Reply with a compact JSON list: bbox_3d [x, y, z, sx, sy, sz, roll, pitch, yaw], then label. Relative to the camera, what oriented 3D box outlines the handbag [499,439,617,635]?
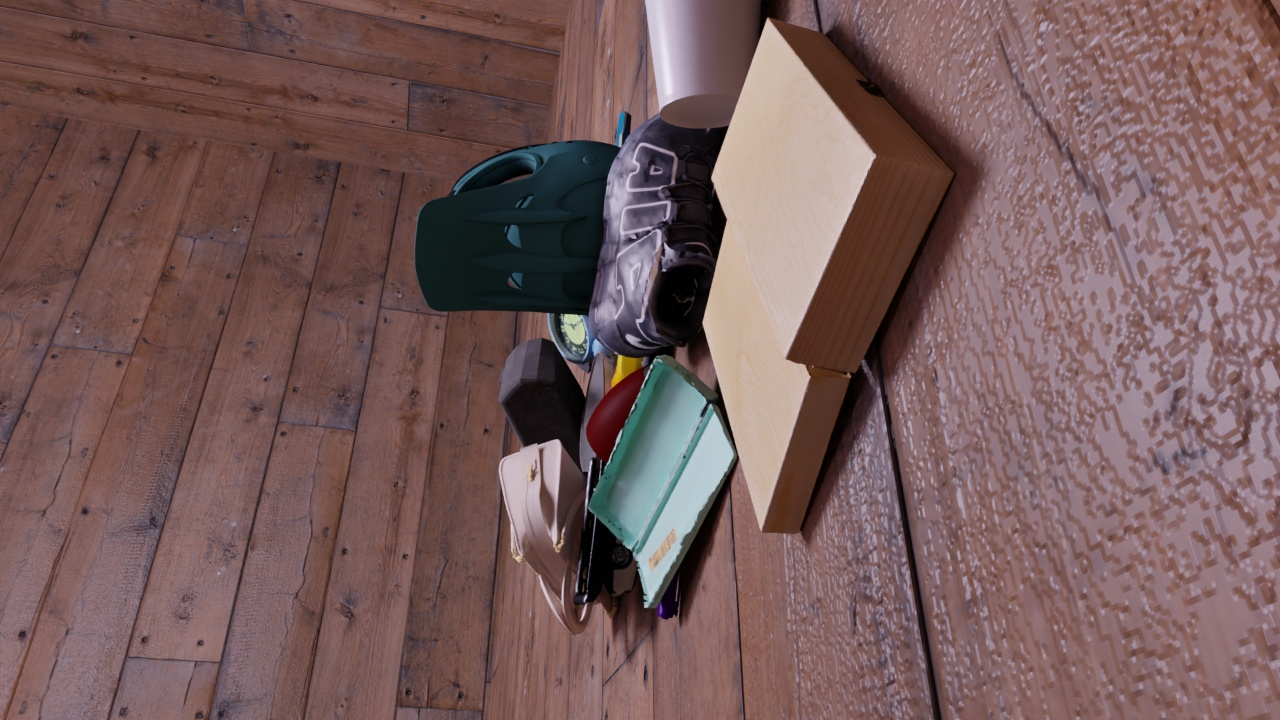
[{"bbox_3d":[-0.086,0.223,1.051,0.197,0.101,0.195,-101,-12,-45],"label":"handbag"}]

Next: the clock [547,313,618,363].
[{"bbox_3d":[-0.067,-0.052,1.254,0.162,0.059,0.118,-11,99,56],"label":"clock"}]

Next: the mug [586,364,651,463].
[{"bbox_3d":[0.006,0.042,0.896,0.113,0.087,0.089,-65,1,-56],"label":"mug"}]

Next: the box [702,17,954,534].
[{"bbox_3d":[0.095,-0.063,0.599,0.246,0.068,0.254,-98,13,-55],"label":"box"}]

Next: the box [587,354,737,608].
[{"bbox_3d":[0.021,0.106,0.801,0.138,0.052,0.187,51,131,36],"label":"box"}]

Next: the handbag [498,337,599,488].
[{"bbox_3d":[-0.129,0.068,1.279,0.199,0.102,0.197,-94,-17,-64],"label":"handbag"}]

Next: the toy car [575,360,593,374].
[{"bbox_3d":[-0.073,-0.068,1.349,0.081,0.056,0.190,43,135,31],"label":"toy car"}]

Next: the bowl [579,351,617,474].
[{"bbox_3d":[-0.032,0.065,1.103,0.151,0.056,0.150,-174,91,-79],"label":"bowl"}]

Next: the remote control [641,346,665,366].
[{"bbox_3d":[0.017,0.001,0.974,0.045,0.021,0.140,17,-101,-69],"label":"remote control"}]

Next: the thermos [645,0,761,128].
[{"bbox_3d":[0.053,-0.321,0.787,0.132,0.131,0.221,156,113,-77],"label":"thermos"}]

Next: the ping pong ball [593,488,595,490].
[{"bbox_3d":[-0.061,0.189,1.208,0.040,0.040,0.040,-174,91,-79],"label":"ping pong ball"}]

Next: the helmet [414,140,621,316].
[{"bbox_3d":[-0.095,-0.135,0.962,0.200,0.274,0.177,-115,22,-59],"label":"helmet"}]

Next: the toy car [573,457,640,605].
[{"bbox_3d":[-0.023,0.161,0.959,0.094,0.071,0.191,127,149,-70],"label":"toy car"}]

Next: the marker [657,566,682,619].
[{"bbox_3d":[0.031,0.165,0.826,0.015,0.018,0.133,144,135,-71],"label":"marker"}]

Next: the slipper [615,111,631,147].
[{"bbox_3d":[-0.052,-0.224,1.302,0.296,0.060,0.118,100,172,-54],"label":"slipper"}]

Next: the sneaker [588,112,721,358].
[{"bbox_3d":[0.034,-0.119,0.830,0.151,0.097,0.252,20,97,62],"label":"sneaker"}]

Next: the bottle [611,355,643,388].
[{"bbox_3d":[-0.006,0.006,1.015,0.071,0.048,0.134,5,-91,-81],"label":"bottle"}]
